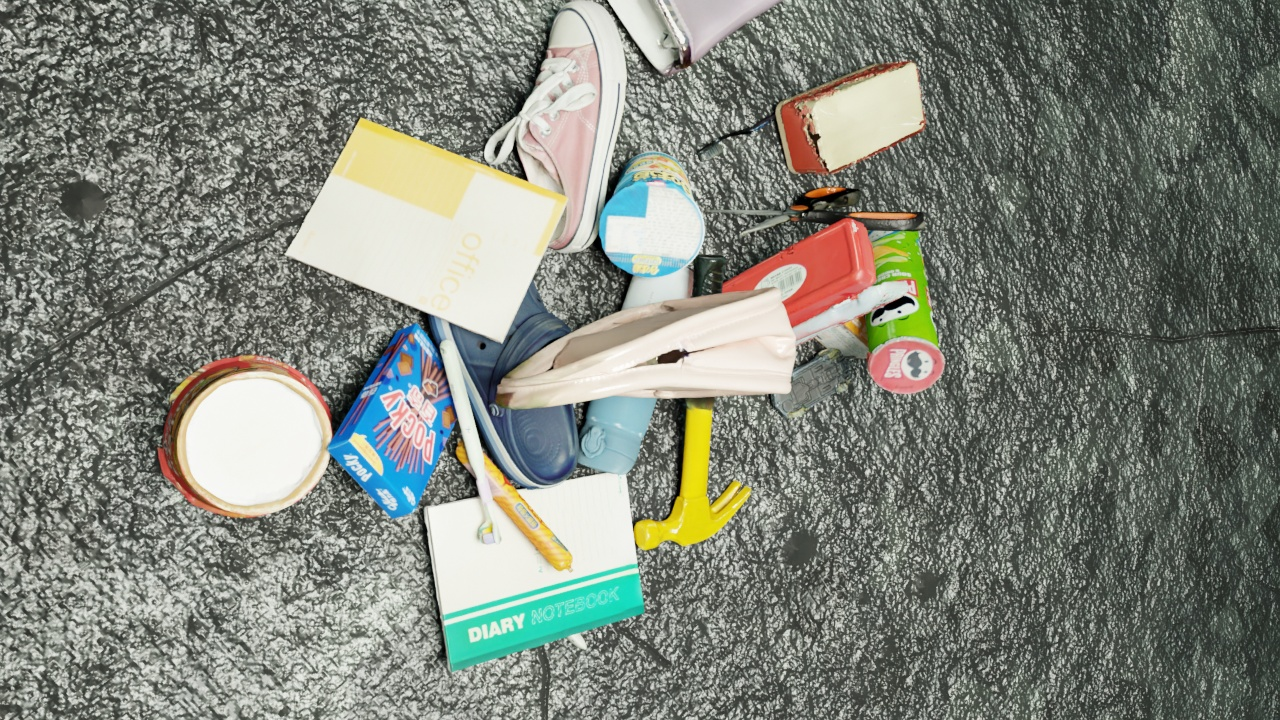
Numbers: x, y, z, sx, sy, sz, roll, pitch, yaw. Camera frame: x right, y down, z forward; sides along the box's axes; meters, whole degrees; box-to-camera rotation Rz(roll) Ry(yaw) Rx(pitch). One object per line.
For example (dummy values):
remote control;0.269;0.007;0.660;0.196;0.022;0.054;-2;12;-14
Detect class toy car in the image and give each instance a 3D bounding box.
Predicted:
toy car;0.187;0.025;1.022;0.105;0.031;0.049;-27;100;-20

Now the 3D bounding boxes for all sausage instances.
sausage;-0.116;0.134;0.846;0.021;0.021;0.165;-43;100;-21

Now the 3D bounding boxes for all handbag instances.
handbag;0.064;-0.399;0.936;0.196;0.099;0.145;-40;104;-23
handbag;-0.009;0.003;0.749;0.233;0.194;0.093;-12;94;-38

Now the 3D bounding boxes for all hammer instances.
hammer;0.060;0.044;0.919;0.128;0.033;0.301;-7;108;-31

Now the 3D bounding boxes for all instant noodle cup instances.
instant noodle cup;-0.308;0.063;0.735;0.137;0.109;0.138;1;88;-27
instant noodle cup;0.013;-0.150;0.888;0.099;0.109;0.099;1;124;2

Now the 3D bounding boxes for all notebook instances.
notebook;-0.185;-0.116;0.802;0.206;0.010;0.145;22;77;6
notebook;-0.095;0.194;0.875;0.208;0.012;0.150;-8;88;-32

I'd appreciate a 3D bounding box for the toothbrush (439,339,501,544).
toothbrush;-0.151;0.073;0.812;0.020;0.029;0.189;-20;105;-41

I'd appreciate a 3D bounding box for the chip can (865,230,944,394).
chip can;0.271;-0.069;0.976;0.072;0.072;0.235;37;36;-21

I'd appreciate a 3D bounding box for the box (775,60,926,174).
box;0.242;-0.274;1.024;0.168;0.078;0.091;-28;113;-25

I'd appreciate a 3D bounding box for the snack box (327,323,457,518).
snack box;-0.199;0.047;0.775;0.084;0.026;0.156;57;27;-29

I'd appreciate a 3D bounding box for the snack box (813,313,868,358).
snack box;0.196;-0.054;1.005;0.153;0.075;0.026;38;74;-21

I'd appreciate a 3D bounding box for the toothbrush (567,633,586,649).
toothbrush;-0.108;0.211;0.882;0.017;0.016;0.187;-47;108;-30

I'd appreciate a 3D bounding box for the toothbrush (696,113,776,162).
toothbrush;0.135;-0.261;1.015;0.189;0.014;0.016;-31;103;-24

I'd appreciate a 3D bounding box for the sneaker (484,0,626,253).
sneaker;-0.078;-0.224;0.862;0.087;0.118;0.241;4;92;-46

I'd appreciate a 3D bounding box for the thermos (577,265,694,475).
thermos;-0.005;0.005;0.909;0.070;0.070;0.220;24;78;-24

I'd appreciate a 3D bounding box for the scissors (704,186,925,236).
scissors;0.185;-0.151;0.960;0.232;0.221;0.022;-29;124;-49

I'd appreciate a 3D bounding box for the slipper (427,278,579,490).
slipper;-0.111;-0.002;0.831;0.104;0.095;0.253;-23;100;-48

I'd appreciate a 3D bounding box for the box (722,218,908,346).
box;0.165;-0.052;0.927;0.100;0.202;0.095;20;55;-40
